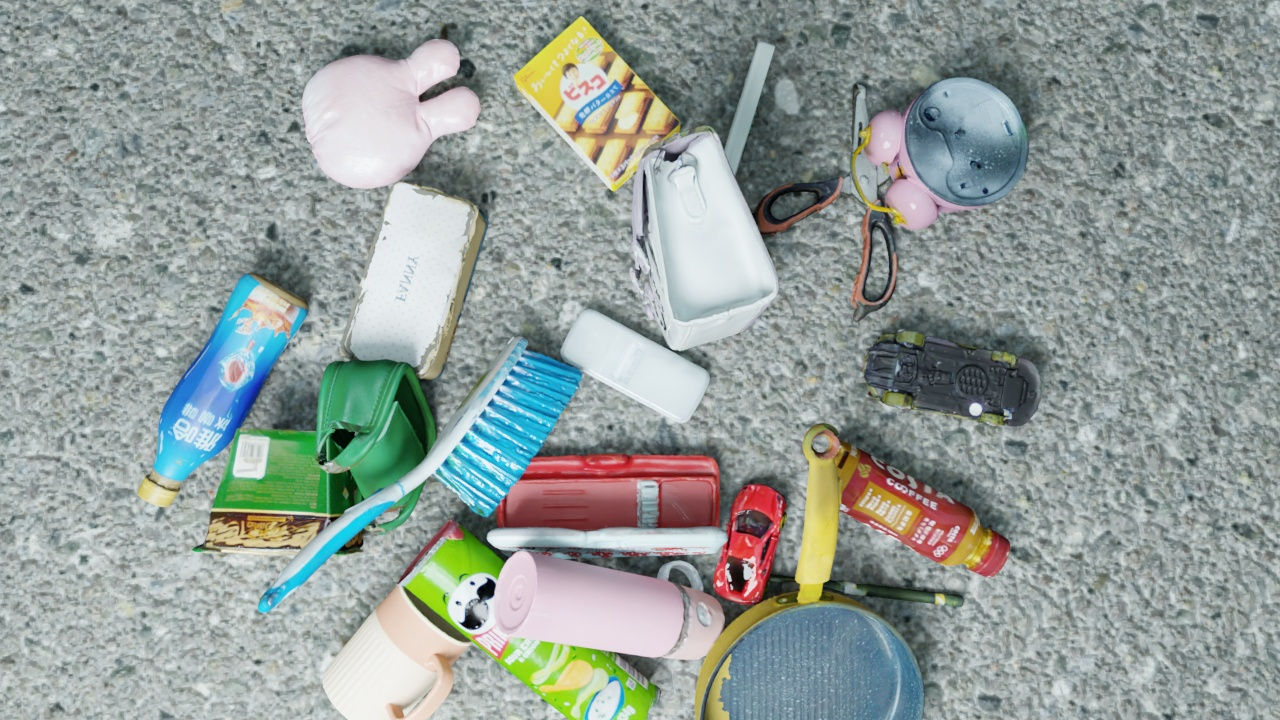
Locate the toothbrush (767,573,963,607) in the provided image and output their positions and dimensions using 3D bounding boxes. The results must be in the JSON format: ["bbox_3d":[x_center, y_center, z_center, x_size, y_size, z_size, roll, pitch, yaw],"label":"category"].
[{"bbox_3d":[0.199,0.210,0.830,0.186,0.012,0.017,6,91,0],"label":"toothbrush"}]

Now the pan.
[{"bbox_3d":[0.141,0.217,0.751,0.197,0.078,0.357,-5,101,-10],"label":"pan"}]

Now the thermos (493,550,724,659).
[{"bbox_3d":[-0.020,0.198,0.765,0.198,0.067,0.087,18,54,-32],"label":"thermos"}]

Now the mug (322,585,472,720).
[{"bbox_3d":[-0.201,0.260,0.780,0.106,0.114,0.081,-49,131,-1],"label":"mug"}]

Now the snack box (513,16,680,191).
[{"bbox_3d":[-0.040,-0.238,0.854,0.087,0.034,0.140,-42,85,-3],"label":"snack box"}]

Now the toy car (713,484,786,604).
[{"bbox_3d":[0.097,0.162,0.818,0.049,0.031,0.106,14,84,20],"label":"toy car"}]

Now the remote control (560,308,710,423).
[{"bbox_3d":[-0.005,0.005,0.841,0.136,0.020,0.056,28,87,2],"label":"remote control"}]

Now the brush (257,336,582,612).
[{"bbox_3d":[-0.162,0.095,0.738,0.109,0.061,0.313,41,55,-15],"label":"brush"}]

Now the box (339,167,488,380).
[{"bbox_3d":[-0.201,-0.076,0.829,0.090,0.062,0.184,18,84,1],"label":"box"}]

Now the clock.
[{"bbox_3d":[0.264,-0.183,0.827,0.158,0.060,0.117,-21,88,-11],"label":"clock"}]

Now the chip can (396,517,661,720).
[{"bbox_3d":[-0.092,0.234,0.780,0.236,0.072,0.072,41,86,-7],"label":"chip can"}]

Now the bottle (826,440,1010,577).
[{"bbox_3d":[0.239,0.134,0.812,0.175,0.057,0.057,28,86,2],"label":"bottle"}]

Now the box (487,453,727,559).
[{"bbox_3d":[-0.028,0.129,0.791,0.201,0.101,0.095,0,86,-1],"label":"box"}]

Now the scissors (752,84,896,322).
[{"bbox_3d":[0.202,-0.147,0.853,0.222,0.015,0.189,-33,88,-5],"label":"scissors"}]

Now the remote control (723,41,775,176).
[{"bbox_3d":[0.094,-0.218,0.840,0.019,0.056,0.135,17,85,0],"label":"remote control"}]

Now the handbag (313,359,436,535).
[{"bbox_3d":[-0.226,0.068,0.774,0.068,0.131,0.120,3,50,5],"label":"handbag"}]

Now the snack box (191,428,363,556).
[{"bbox_3d":[-0.301,0.112,0.788,0.118,0.117,0.105,1,81,-2],"label":"snack box"}]

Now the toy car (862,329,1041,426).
[{"bbox_3d":[0.281,0.019,0.828,0.158,0.042,0.070,13,86,2],"label":"toy car"}]

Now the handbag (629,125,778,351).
[{"bbox_3d":[0.040,-0.089,0.760,0.098,0.197,0.145,-14,85,-2],"label":"handbag"}]

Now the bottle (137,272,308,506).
[{"bbox_3d":[-0.378,0.028,0.818,0.065,0.065,0.218,30,87,2],"label":"bottle"}]

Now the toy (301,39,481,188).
[{"bbox_3d":[-0.229,-0.228,0.841,0.159,0.054,0.121,-21,93,-1],"label":"toy"}]
